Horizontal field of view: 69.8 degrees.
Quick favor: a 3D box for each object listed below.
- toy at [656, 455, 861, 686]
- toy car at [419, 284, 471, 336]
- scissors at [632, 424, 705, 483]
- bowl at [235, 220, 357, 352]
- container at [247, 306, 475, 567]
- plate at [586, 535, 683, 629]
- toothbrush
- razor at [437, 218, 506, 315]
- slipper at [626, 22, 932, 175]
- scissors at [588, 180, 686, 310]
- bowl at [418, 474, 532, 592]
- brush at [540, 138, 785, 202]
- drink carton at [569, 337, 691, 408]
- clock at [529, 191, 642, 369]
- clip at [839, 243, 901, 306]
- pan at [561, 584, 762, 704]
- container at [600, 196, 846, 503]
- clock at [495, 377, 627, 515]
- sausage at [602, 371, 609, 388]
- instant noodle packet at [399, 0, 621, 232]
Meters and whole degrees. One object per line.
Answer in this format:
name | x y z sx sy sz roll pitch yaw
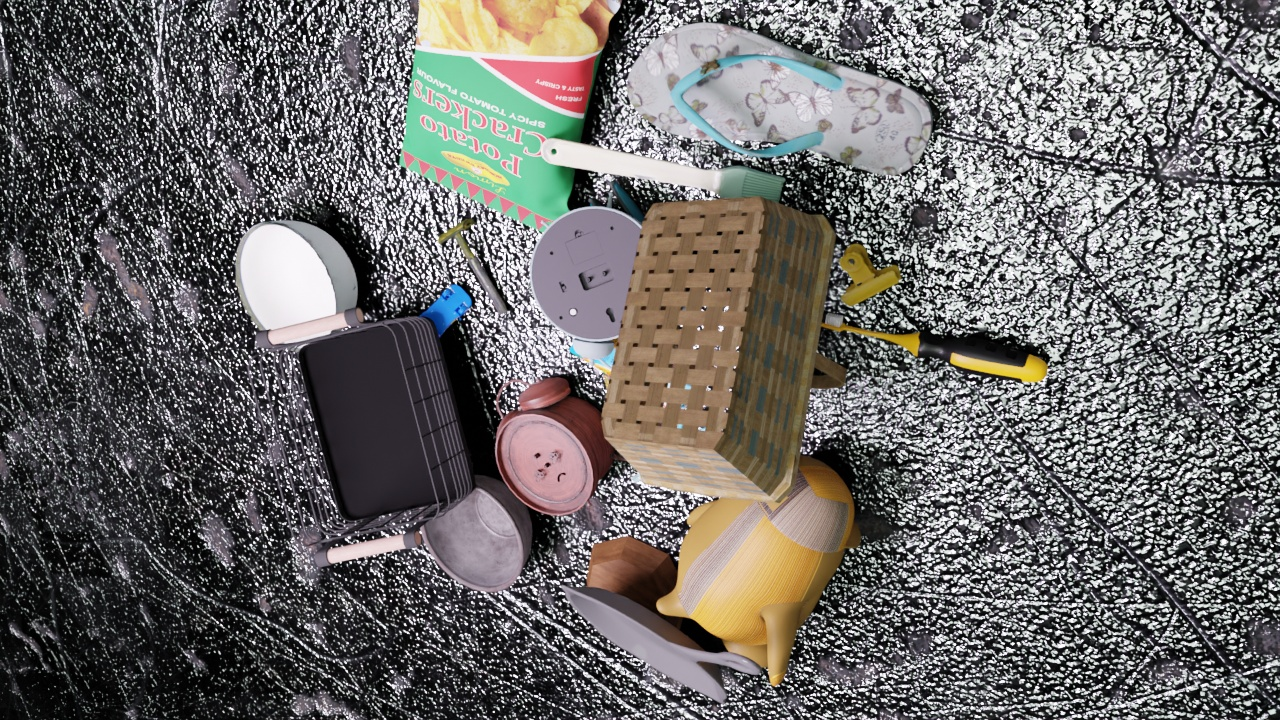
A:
toy | 0.128 0.176 0.871 0.204 0.162 0.198 -60 38 30
toy car | -0.224 -0.045 1.034 0.092 0.062 0.033 -43 89 4
scissors | 0.039 0.101 0.957 0.063 0.015 0.139 49 130 -3
bowl | -0.387 -0.092 1.064 0.154 0.072 0.153 11 115 25
container | -0.288 0.071 0.955 0.163 0.130 0.241 -13 94 9
plate | -0.010 0.262 1.038 0.131 0.025 0.131 11 115 24
toothbrush | 0.244 -0.013 0.787 0.197 0.031 0.031 15 122 27
razor | -0.172 -0.096 0.979 0.043 0.026 0.106 -24 102 31
slipper | 0.105 -0.219 0.760 0.269 0.054 0.098 17 115 20
scissors | -0.002 -0.103 0.883 0.137 0.019 0.129 13 109 15
bowl | -0.182 0.191 1.076 0.145 0.067 0.145 11 115 24
brush | 0.018 -0.167 0.811 0.218 0.012 0.033 11 117 3
drink carton | -0.005 0.005 0.906 0.129 0.044 0.039 30 106 3
clock | -0.034 -0.069 0.855 0.123 0.045 0.159 -20 94 12
clip | 0.194 -0.080 0.796 0.053 0.039 0.047 -28 100 35
pan | 0.032 0.276 0.901 0.216 0.024 0.355 38 157 -10
container | 0.081 -0.007 0.792 0.158 0.186 0.249 3 75 35
clock | -0.097 0.086 0.983 0.157 0.072 0.121 43 124 5
sausage | -0.027 0.021 0.950 0.020 0.020 0.155 -5 108 30
instant noodle packet | -0.128 -0.258 0.844 0.196 0.090 0.253 26 125 13
